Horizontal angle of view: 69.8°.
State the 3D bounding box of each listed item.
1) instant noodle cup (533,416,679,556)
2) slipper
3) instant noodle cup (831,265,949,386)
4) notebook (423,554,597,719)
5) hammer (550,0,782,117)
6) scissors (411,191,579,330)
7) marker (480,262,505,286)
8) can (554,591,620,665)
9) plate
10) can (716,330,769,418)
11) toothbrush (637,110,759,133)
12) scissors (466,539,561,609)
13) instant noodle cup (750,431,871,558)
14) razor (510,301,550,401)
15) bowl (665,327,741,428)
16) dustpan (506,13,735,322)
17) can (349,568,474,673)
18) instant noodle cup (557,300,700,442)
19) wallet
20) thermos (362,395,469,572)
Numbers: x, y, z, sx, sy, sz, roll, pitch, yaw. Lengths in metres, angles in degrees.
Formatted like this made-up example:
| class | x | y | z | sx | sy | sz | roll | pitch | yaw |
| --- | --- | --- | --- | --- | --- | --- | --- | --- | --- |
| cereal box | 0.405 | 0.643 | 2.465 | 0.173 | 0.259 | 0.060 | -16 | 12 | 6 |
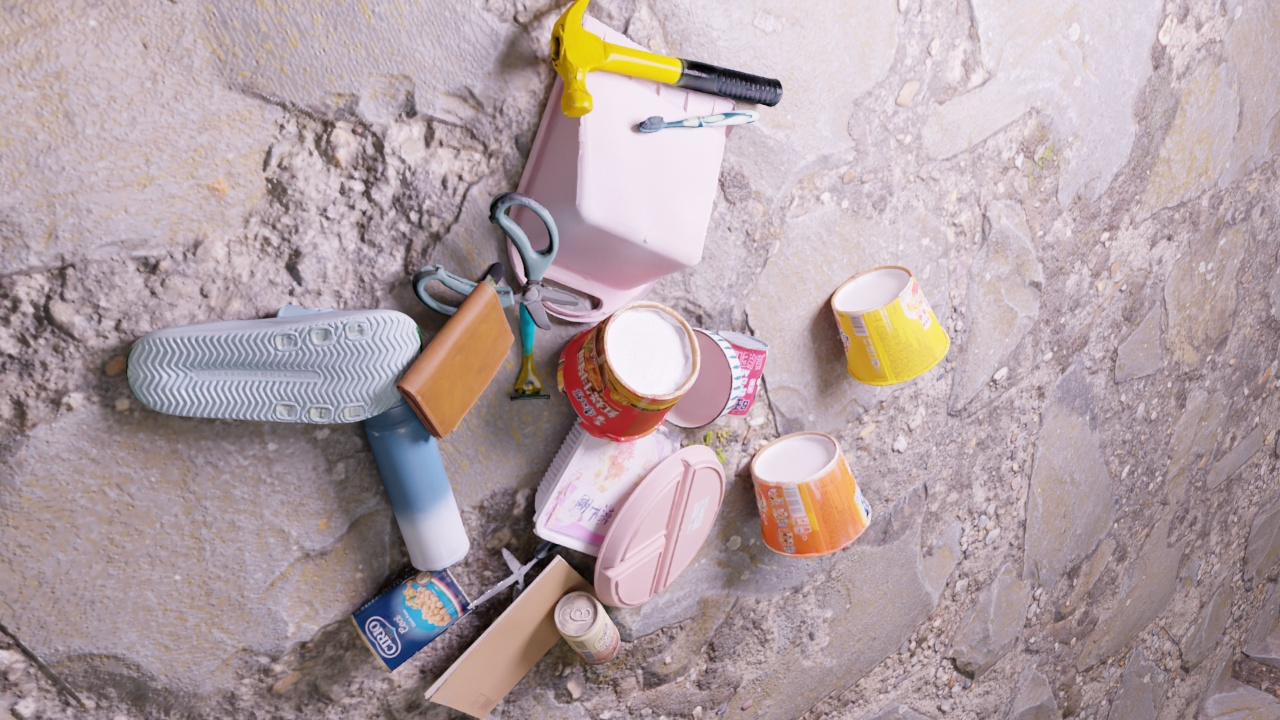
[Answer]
| class | x | y | z | sx | sy | sz | roll | pitch | yaw |
| --- | --- | --- | --- | --- | --- | --- | --- | --- | --- |
| instant noodle cup | -0.048 | 0.133 | 1.068 | 0.138 | 0.060 | 0.173 | 28 | 94 | -39 |
| slipper | -0.321 | 0.001 | 0.822 | 0.245 | 0.074 | 0.104 | -3 | 112 | -16 |
| instant noodle cup | 0.318 | -0.051 | 1.198 | 0.137 | 0.138 | 0.110 | -37 | 117 | -16 |
| notebook | -0.144 | 0.335 | 1.091 | 0.211 | 0.012 | 0.149 | -45 | 148 | -10 |
| hammer | 0.035 | -0.297 | 0.938 | 0.300 | 0.033 | 0.128 | -2 | 85 | -40 |
| scissors | -0.127 | -0.096 | 0.890 | 0.170 | 0.019 | 0.181 | 9 | 126 | -23 |
| marker | -0.177 | -0.048 | 0.933 | 0.018 | 0.015 | 0.124 | 38 | 83 | -30 |
| can | -0.064 | 0.328 | 1.119 | 0.058 | 0.058 | 0.116 | -39 | 146 | -14 |
| plate | 0.031 | 0.209 | 1.124 | 0.228 | 0.028 | 0.230 | -36 | 143 | -34 |
| can | 0.114 | 0.017 | 1.123 | 0.066 | 0.066 | 0.094 | 4 | 107 | -35 |
| toothbrush | 0.067 | -0.255 | 0.969 | 0.191 | 0.018 | 0.016 | -19 | 79 | -41 |
| scissors | -0.138 | 0.243 | 1.041 | 0.180 | 0.014 | 0.160 | -33 | 145 | -48 |
| instant noodle cup | 0.219 | 0.171 | 1.217 | 0.151 | 0.151 | 0.111 | -31 | 115 | -20 |
| razor | -0.119 | -0.017 | 0.975 | 0.043 | 0.028 | 0.133 | -2 | 117 | -7 |
| bowl | 0.069 | 0.018 | 1.072 | 0.066 | 0.116 | 0.116 | -8 | 116 | -58 |
| dustpan | -0.034 | -0.186 | 0.975 | 0.222 | 0.139 | 0.273 | 21 | 69 | -36 |
| can | -0.243 | 0.269 | 0.984 | 0.111 | 0.075 | 0.075 | -35 | 125 | -17 |
| instant noodle cup | -0.006 | 0.006 | 0.973 | 0.137 | 0.109 | 0.137 | 9 | 66 | -21 |
| wallet | -0.170 | 0.007 | 0.885 | 0.130 | 0.035 | 0.119 | -57 | 160 | -24 |
| thermos | -0.230 | 0.112 | 0.932 | 0.070 | 0.070 | 0.221 | -23 | 121 | -24 |
